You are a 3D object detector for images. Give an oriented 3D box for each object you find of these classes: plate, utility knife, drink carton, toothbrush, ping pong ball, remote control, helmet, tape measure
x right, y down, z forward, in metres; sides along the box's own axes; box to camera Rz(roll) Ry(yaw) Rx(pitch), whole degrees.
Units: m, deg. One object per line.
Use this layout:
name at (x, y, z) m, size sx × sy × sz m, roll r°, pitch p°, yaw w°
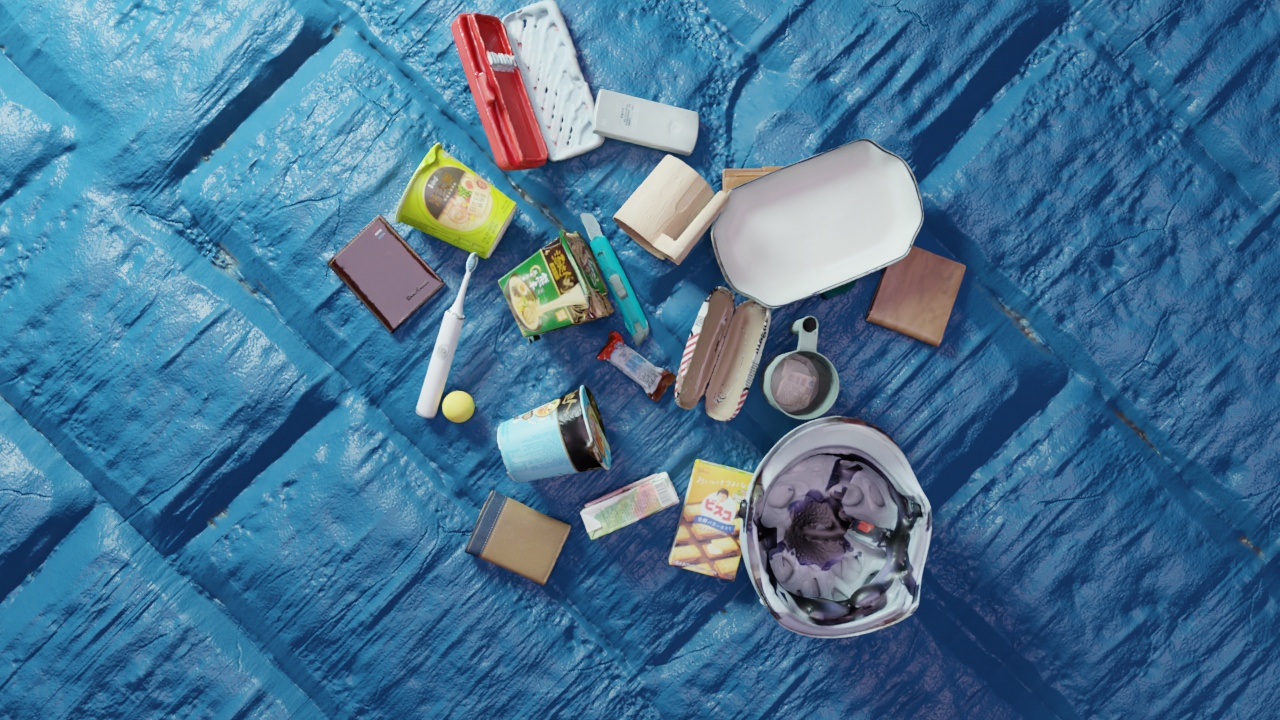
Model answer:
plate at (0.218, -0.169, 1.144) m, size 0.265 × 0.034 × 0.162 m, roll -22°, pitch 96°, yaw -1°
utility knife at (-0.034, -0.107, 1.182) m, size 0.029 × 0.013 × 0.185 m, roll -26°, pitch 91°, yaw 0°
drink carton at (-0.015, 0.183, 1.168) m, size 0.122 × 0.053 × 0.045 m, roll -23°, pitch 87°, yaw 0°
toothbrush at (-0.239, -0.031, 1.150) m, size 0.026 × 0.026 × 0.221 m, roll 17°, pitch 105°, yaw -12°
ping pong ball at (-0.232, 0.059, 1.170) m, size 0.040 × 0.040 × 0.040 m, roll 0°, pitch 91°, yaw -1°
remote control at (0.007, -0.300, 1.161) m, size 0.135 × 0.019 × 0.056 m, roll 10°, pitch 85°, yaw -13°
helmet at (0.226, 0.200, 1.124) m, size 0.229 × 0.146 × 0.258 m, roll -5°, pitch 86°, yaw -5°
tape measure at (0.251, -0.111, 1.178) m, size 0.054 × 0.025 × 0.058 m, roll -17°, pitch 92°, yaw 1°

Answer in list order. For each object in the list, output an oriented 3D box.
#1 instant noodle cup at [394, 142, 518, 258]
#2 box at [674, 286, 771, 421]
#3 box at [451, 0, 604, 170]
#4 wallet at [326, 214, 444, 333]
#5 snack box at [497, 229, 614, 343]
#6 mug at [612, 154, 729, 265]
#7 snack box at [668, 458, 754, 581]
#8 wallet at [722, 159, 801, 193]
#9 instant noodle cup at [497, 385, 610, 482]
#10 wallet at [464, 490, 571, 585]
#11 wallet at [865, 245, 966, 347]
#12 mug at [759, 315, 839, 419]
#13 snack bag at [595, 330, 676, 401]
instant noodle cup at (-0.222, -0.190, 1.138) m, size 0.123 × 0.112 × 0.111 m, roll 29°, pitch 91°, yaw -9°
box at (0.106, -0.007, 1.153) m, size 0.086 × 0.075 × 0.162 m, roll 17°, pitch 87°, yaw 30°
box at (-0.143, -0.345, 1.156) m, size 0.157 × 0.069 × 0.201 m, roll -19°, pitch 90°, yaw -23°
wallet at (-0.327, -0.111, 1.178) m, size 0.096 × 0.020 × 0.122 m, roll -43°, pitch 93°, yaw 0°
snack box at (-0.108, -0.089, 1.139) m, size 0.106 × 0.118 × 0.117 m, roll -24°, pitch 91°, yaw 10°
mug at (0.041, -0.183, 1.132) m, size 0.103 × 0.125 × 0.084 m, roll -51°, pitch 135°, yaw -1°
snack box at (0.095, 0.205, 1.180) m, size 0.087 × 0.034 × 0.140 m, roll 15°, pitch 89°, yaw -1°
wallet at (0.171, -0.200, 1.170) m, size 0.130 × 0.035 × 0.119 m, roll -1°, pitch 89°, yaw -4°
instant noodle cup at (-0.110, 0.100, 1.145) m, size 0.120 × 0.111 × 0.111 m, roll -17°, pitch 91°, yaw 6°
wallet at (-0.158, 0.228, 1.180) m, size 0.115 × 0.033 × 0.090 m, roll 24°, pitch 93°, yaw -2°
wallet at (0.356, -0.087, 1.183) m, size 0.101 × 0.020 × 0.115 m, roll 20°, pitch 88°, yaw -2°
mug at (0.197, 0.009, 1.141) m, size 0.083 × 0.103 × 0.124 m, roll 6°, pitch 90°, yaw 0°
snack bag at (-0.007, 0.007, 1.178) m, size 0.105 × 0.026 × 0.045 m, roll 37°, pitch 82°, yaw -2°
